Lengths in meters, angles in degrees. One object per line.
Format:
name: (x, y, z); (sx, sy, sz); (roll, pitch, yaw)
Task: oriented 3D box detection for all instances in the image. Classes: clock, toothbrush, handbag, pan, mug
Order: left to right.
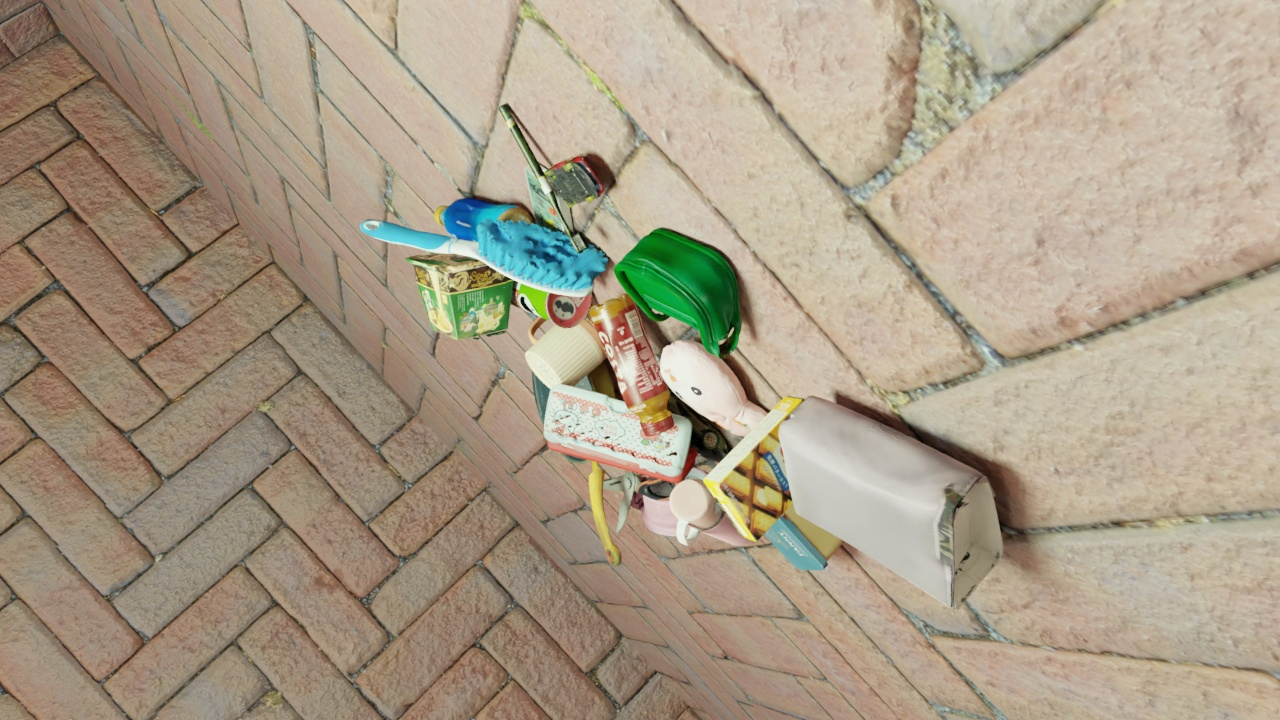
toothbrush: (-0.108, -0.205, 1.035); (0.017, 0.012, 0.186); (-21, 102, 40)
mug: (-0.105, -0.024, 1.268); (0.114, 0.105, 0.082); (37, 157, 25)
pan: (-0.081, 0.128, 1.351); (0.357, 0.078, 0.198); (63, 147, 19)
clock: (0.045, 0.202, 1.378); (0.159, 0.117, 0.060); (21, 127, 51)
handbag: (0.042, -0.068, 0.954); (0.131, 0.067, 0.120); (28, 153, 42)
handbag: (0.238, 0.125, 0.883); (0.197, 0.098, 0.145); (28, 154, 44)

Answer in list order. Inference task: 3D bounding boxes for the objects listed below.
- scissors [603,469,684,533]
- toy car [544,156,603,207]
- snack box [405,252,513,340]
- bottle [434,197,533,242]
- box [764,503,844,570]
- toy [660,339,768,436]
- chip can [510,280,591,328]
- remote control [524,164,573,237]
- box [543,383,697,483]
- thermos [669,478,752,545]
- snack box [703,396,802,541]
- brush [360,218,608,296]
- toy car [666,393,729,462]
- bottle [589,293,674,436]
scissors: (-0.005, 0.171, 1.335); (0.189, 0.015, 0.223); (35, 124, 45)
toy car: (-0.068, -0.194, 0.987); (0.049, 0.031, 0.106); (53, 166, -18)
snack box: (-0.237, -0.090, 1.235); (0.118, 0.118, 0.106); (20, 118, 49)
bottle: (-0.224, -0.189, 1.256); (0.219, 0.065, 0.065); (21, 148, 50)
box: (0.182, 0.191, 1.168); (0.184, 0.061, 0.090); (48, 160, 1)
toy: (0.088, 0.037, 1.087); (0.159, 0.054, 0.121); (42, 161, -9)
chip can: (-0.163, -0.107, 1.279); (0.236, 0.072, 0.072); (23, 149, 48)
remote control: (-0.108, -0.179, 1.111); (0.056, 0.019, 0.135); (38, 158, 21)
box: (-0.024, 0.088, 1.214); (0.201, 0.095, 0.102); (13, 113, 17)
thermos: (0.100, 0.215, 1.239); (0.067, 0.087, 0.198); (10, 168, 28)
snack box: (0.142, 0.116, 0.993); (0.034, 0.140, 0.087); (7, 135, 59)
brush: (-0.199, -0.141, 1.131); (0.314, 0.060, 0.110); (18, 157, -3)
toy car: (0.055, 0.085, 1.241); (0.158, 0.042, 0.070); (38, 157, -8)
bottle: (-0.007, 0.007, 1.130); (0.058, 0.057, 0.175); (-10, 102, 66)
